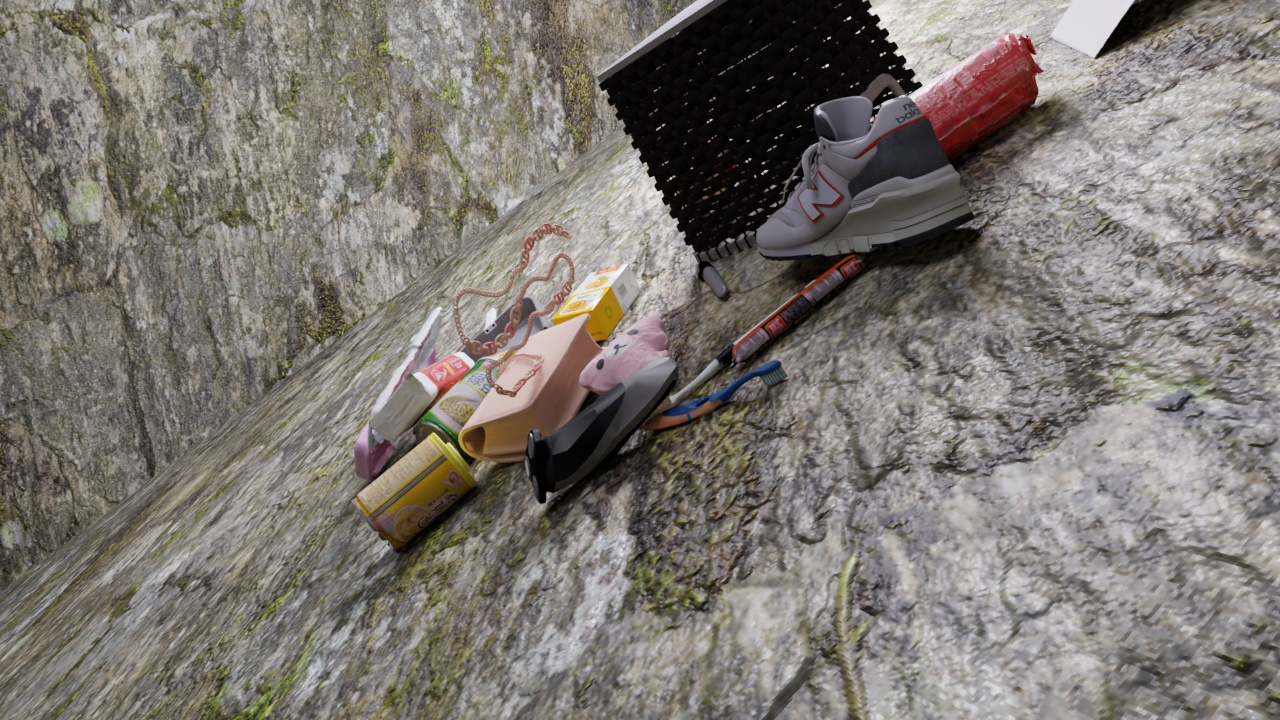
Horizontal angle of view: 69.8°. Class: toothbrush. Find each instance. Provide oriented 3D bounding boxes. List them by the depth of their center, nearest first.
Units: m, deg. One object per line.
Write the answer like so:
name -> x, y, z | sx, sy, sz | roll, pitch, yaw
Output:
toothbrush -> 0.057, 0.031, 0.722 | 0.135, 0.017, 0.021 | -27, 15, 32
toothbrush -> 0.081, -0.012, 0.780 | 0.186, 0.017, 0.012 | -38, 49, -7

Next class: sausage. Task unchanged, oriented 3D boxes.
sausage -> 0.132, -0.044, 0.766 | 0.155, 0.020, 0.020 | -38, 18, -8

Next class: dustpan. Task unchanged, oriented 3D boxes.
dustpan -> -0.204, -0.031, 1.298 | 0.163, 0.033, 0.257 | -41, 17, 4

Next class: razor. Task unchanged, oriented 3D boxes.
razor -> -0.031, 0.053, 0.753 | 0.156, 0.060, 0.057 | -32, 34, -1

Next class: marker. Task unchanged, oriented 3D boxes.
marker -> 0.077, -0.086, 0.987 | 0.138, 0.016, 0.022 | -104, 39, -70

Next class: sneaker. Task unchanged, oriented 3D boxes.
sneaker -> 0.174, -0.159, 0.784 | 0.088, 0.124, 0.240 | -24, 14, -27

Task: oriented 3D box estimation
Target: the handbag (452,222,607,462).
handbag -> -0.131, -0.021, 0.908 | 0.117, 0.187, 0.198 | -13, 32, 35

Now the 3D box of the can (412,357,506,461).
can -> -0.188, 0.056, 1.014 | 0.067, 0.067, 0.120 | -17, 26, 45

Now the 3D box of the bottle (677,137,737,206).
bottle -> 0.095, -0.270, 1.293 | 0.099, 0.099, 0.110 | -24, 25, 32

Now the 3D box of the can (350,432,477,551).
can -> -0.216, 0.126, 0.888 | 0.105, 0.067, 0.068 | -40, 18, -14

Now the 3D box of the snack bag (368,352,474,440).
snack bag -> -0.254, 0.038, 1.097 | 0.077, 0.041, 0.225 | -49, 4, 8

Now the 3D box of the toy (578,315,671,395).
toy -> -0.005, 0.005, 0.842 | 0.099, 0.053, 0.096 | -40, 30, -4

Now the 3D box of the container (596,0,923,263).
container -> 0.137, -0.300, 1.042 | 0.246, 0.243, 0.246 | -15, 26, 47

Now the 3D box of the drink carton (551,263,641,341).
drink carton -> -0.050, -0.069, 1.113 | 0.059, 0.040, 0.122 | -11, 28, 31

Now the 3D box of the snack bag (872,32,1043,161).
snack bag -> 0.298, -0.235, 0.859 | 0.176, 0.082, 0.082 | -34, 18, 7

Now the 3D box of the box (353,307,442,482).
box -> -0.305, 0.040, 1.161 | 0.154, 0.041, 0.200 | 107, -179, -47

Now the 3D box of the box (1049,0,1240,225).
box -> 0.499, -0.368, 0.912 | 0.165, 0.446, 0.166 | -19, 22, 18

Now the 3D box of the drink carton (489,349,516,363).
drink carton -> -0.191, 0.039, 1.108 | 0.058, 0.041, 0.122 | -17, 24, 44
